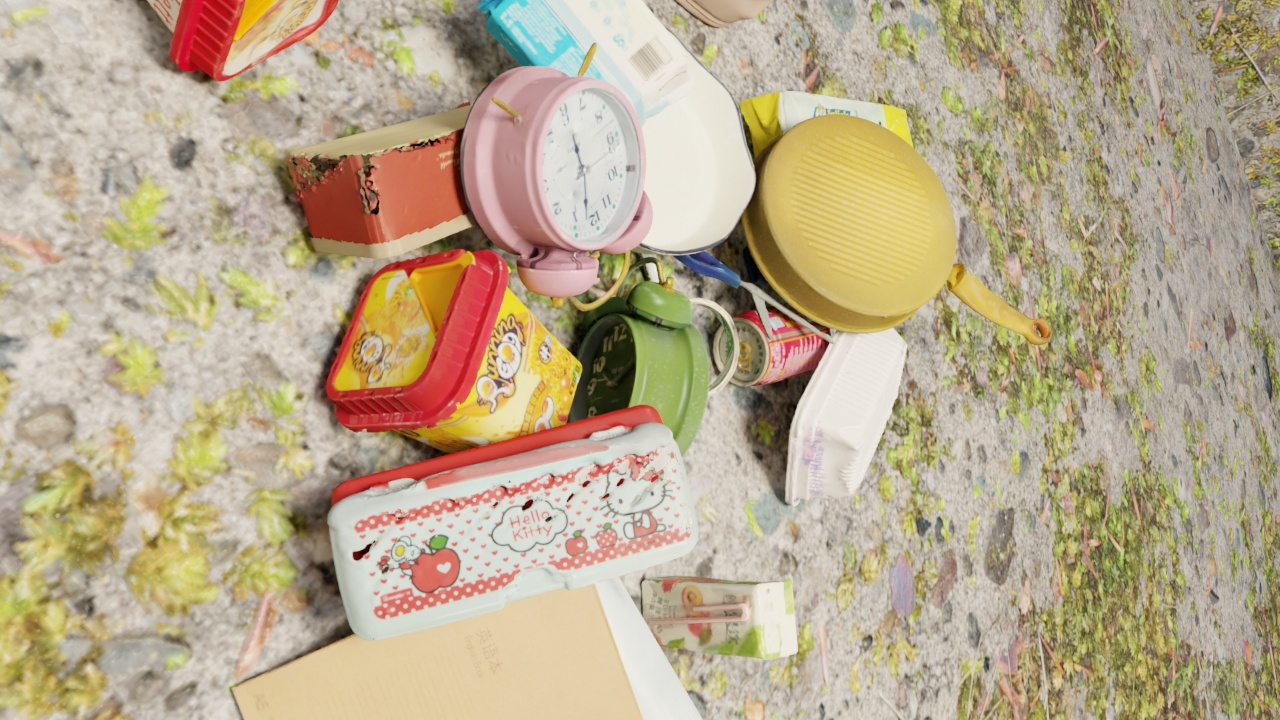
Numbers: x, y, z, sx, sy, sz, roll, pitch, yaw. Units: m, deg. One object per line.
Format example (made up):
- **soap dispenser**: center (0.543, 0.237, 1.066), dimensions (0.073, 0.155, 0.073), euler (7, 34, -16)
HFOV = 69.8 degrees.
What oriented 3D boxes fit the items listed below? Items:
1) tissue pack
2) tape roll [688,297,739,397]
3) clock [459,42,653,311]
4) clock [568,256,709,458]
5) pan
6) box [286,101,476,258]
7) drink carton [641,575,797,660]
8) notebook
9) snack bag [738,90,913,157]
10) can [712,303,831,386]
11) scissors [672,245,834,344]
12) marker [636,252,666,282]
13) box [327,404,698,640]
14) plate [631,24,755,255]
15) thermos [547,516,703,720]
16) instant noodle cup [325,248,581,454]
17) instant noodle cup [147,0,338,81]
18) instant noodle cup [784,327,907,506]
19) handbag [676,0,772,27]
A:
- **tissue pack**: center (-0.037, -0.218, 0.640), dimensions (0.090, 0.063, 0.140), euler (-42, 100, -2)
- **tape roll**: center (0.042, -0.009, 0.758), dimensions (0.085, 0.014, 0.086), euler (-3, 96, -26)
- **clock**: center (-0.044, -0.105, 0.575), dimensions (0.117, 0.060, 0.159), euler (-45, 134, -37)
- **clock**: center (-0.004, 0.004, 0.666), dimensions (0.056, 0.116, 0.161), euler (13, 75, -30)
- **pan**: center (0.251, -0.091, 0.833), dimensions (0.357, 0.078, 0.197), euler (19, 67, -14)
- **box**: center (-0.131, -0.128, 0.584), dimensions (0.167, 0.091, 0.077), euler (-32, 122, -43)
- **drink carton**: center (0.054, 0.187, 0.674), dimensions (0.045, 0.123, 0.053), euler (6, 78, -41)
- **notebook**: center (-0.108, 0.214, 0.541), dimensions (0.211, 0.012, 0.149), euler (-20, 94, -21)
- **snack bag**: center (0.197, -0.178, 0.922), dimensions (0.245, 0.068, 0.158), euler (-8, 86, -42)
- **can**: center (0.116, -0.014, 0.813), dimensions (0.093, 0.067, 0.066), euler (-13, 90, -44)
- **scissors**: center (0.095, -0.066, 0.791), dimensions (0.174, 0.012, 0.162), euler (33, 28, 3)
- **marker**: center (0.008, -0.081, 0.761), dimensions (0.016, 0.017, 0.146), euler (-30, 102, -43)
- **box**: center (-0.070, 0.097, 0.528), dimensions (0.201, 0.095, 0.098), euler (-13, 58, -12)
- **plate**: center (-0.001, -0.175, 0.732), dimensions (0.204, 0.046, 0.204), euler (11, 69, -31)
- **thermos**: center (-0.027, 0.185, 0.620), dimensions (0.073, 0.073, 0.224), euler (-32, 94, -42)
- **instant noodle cup**: center (-0.109, 0.008, 0.576), dimensions (0.123, 0.116, 0.116), euler (41, 55, -44)
- **instant noodle cup**: center (-0.239, -0.243, 0.509), dimensions (0.124, 0.117, 0.116), euler (47, 52, -10)
- **instant noodle cup**: center (0.190, 0.044, 0.831), dimensions (0.173, 0.060, 0.138), euler (-54, 152, -34)
- **handbag**: center (0.055, -0.448, 0.850), dimensions (0.193, 0.094, 0.233), euler (27, 56, -36)
